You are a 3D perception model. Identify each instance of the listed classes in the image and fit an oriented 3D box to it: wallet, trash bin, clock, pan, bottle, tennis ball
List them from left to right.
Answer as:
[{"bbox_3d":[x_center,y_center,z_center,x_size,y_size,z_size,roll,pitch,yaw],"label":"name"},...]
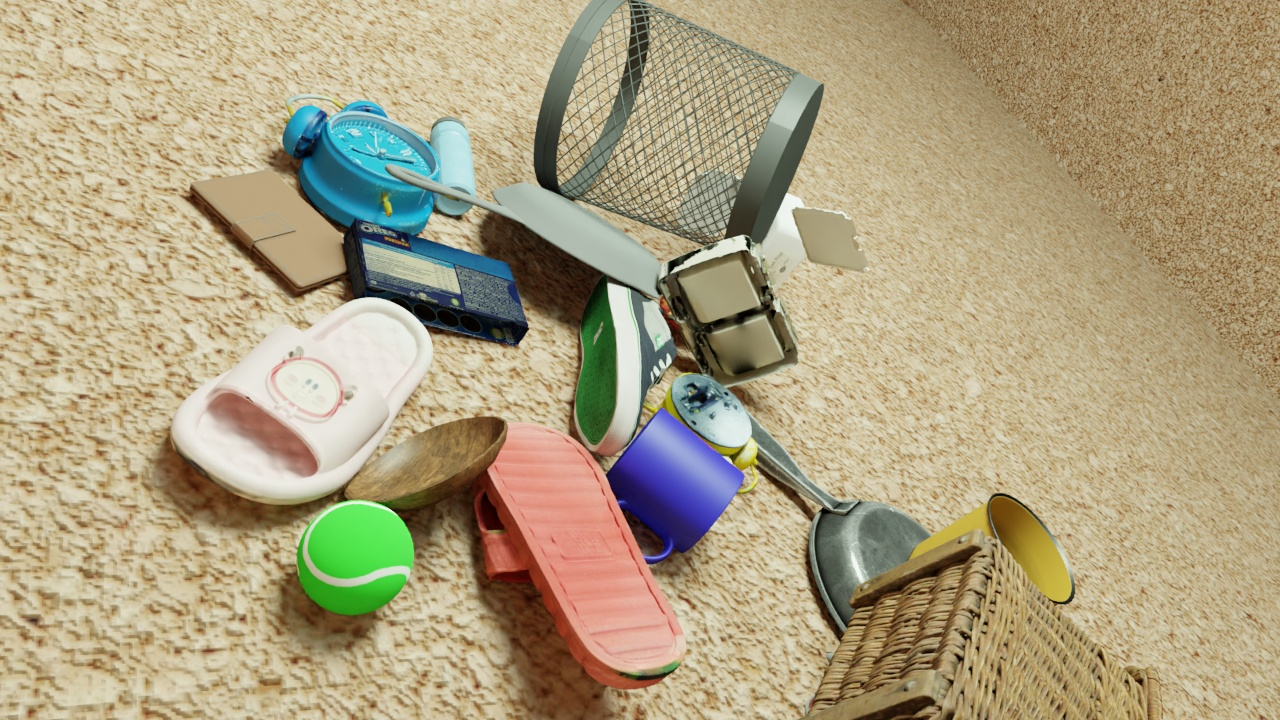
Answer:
[{"bbox_3d":[-0.283,-0.105,0.728,0.121,0.013,0.087,42,30,6],"label":"wallet"},{"bbox_3d":[-0.165,0.114,0.533,0.065,0.066,0.065,24,37,-20],"label":"tennis ball"},{"bbox_3d":[-0.245,-0.176,0.803,0.161,0.060,0.116,43,34,9],"label":"clock"},{"bbox_3d":[-0.185,-0.195,0.898,0.040,0.040,0.129,16,40,-29],"label":"bottle"},{"bbox_3d":[-0.088,-0.132,0.839,0.216,0.024,0.354,40,16,32],"label":"pan"},{"bbox_3d":[0.043,-0.233,0.941,0.227,0.218,0.217,25,33,10],"label":"trash bin"},{"bbox_3d":[0.059,0.066,0.800,0.118,0.057,0.083,47,35,13],"label":"clock"},{"bbox_3d":[0.176,0.140,0.839,0.357,0.055,0.186,52,36,12],"label":"pan"}]

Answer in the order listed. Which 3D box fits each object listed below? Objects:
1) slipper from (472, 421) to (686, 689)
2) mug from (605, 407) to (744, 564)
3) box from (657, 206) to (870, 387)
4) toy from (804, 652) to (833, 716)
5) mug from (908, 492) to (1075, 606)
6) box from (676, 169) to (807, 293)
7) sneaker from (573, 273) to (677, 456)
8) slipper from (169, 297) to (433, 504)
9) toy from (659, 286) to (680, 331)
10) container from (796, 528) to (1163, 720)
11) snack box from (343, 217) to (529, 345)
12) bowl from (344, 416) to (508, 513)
[{"bbox_3d":[-0.055,0.129,0.622,0.103,0.059,0.248,8,30,-33],"label":"slipper"},{"bbox_3d":[0.015,0.104,0.709,0.083,0.079,0.111,39,62,1],"label":"mug"},{"bbox_3d":[0.126,-0.067,0.872,0.070,0.187,0.143,-83,151,-52],"label":"box"},{"bbox_3d":[0.153,0.251,0.695,0.049,0.030,0.111,54,35,-3],"label":"toy"},{"bbox_3d":[0.292,0.187,0.769,0.100,0.094,0.123,34,36,-16],"label":"mug"},{"bbox_3d":[0.111,-0.158,1.065,0.136,0.109,0.120,20,38,-26],"label":"box"},{"bbox_3d":[-0.005,0.004,0.777,0.079,0.084,0.234,23,27,-15],"label":"sneaker"},{"bbox_3d":[-0.210,0.018,0.615,0.107,0.056,0.221,39,33,-3],"label":"slipper"},{"bbox_3d":[0.071,-0.038,0.946,0.093,0.088,0.133,-44,105,-23],"label":"toy"},{"bbox_3d":[0.223,0.250,0.617,0.183,0.163,0.249,51,34,-1],"label":"container"},{"bbox_3d":[-0.168,-0.064,0.764,0.150,0.027,0.082,15,39,-39],"label":"snack box"},{"bbox_3d":[-0.135,0.074,0.602,0.114,0.102,0.026,-40,118,-50],"label":"bowl"}]
